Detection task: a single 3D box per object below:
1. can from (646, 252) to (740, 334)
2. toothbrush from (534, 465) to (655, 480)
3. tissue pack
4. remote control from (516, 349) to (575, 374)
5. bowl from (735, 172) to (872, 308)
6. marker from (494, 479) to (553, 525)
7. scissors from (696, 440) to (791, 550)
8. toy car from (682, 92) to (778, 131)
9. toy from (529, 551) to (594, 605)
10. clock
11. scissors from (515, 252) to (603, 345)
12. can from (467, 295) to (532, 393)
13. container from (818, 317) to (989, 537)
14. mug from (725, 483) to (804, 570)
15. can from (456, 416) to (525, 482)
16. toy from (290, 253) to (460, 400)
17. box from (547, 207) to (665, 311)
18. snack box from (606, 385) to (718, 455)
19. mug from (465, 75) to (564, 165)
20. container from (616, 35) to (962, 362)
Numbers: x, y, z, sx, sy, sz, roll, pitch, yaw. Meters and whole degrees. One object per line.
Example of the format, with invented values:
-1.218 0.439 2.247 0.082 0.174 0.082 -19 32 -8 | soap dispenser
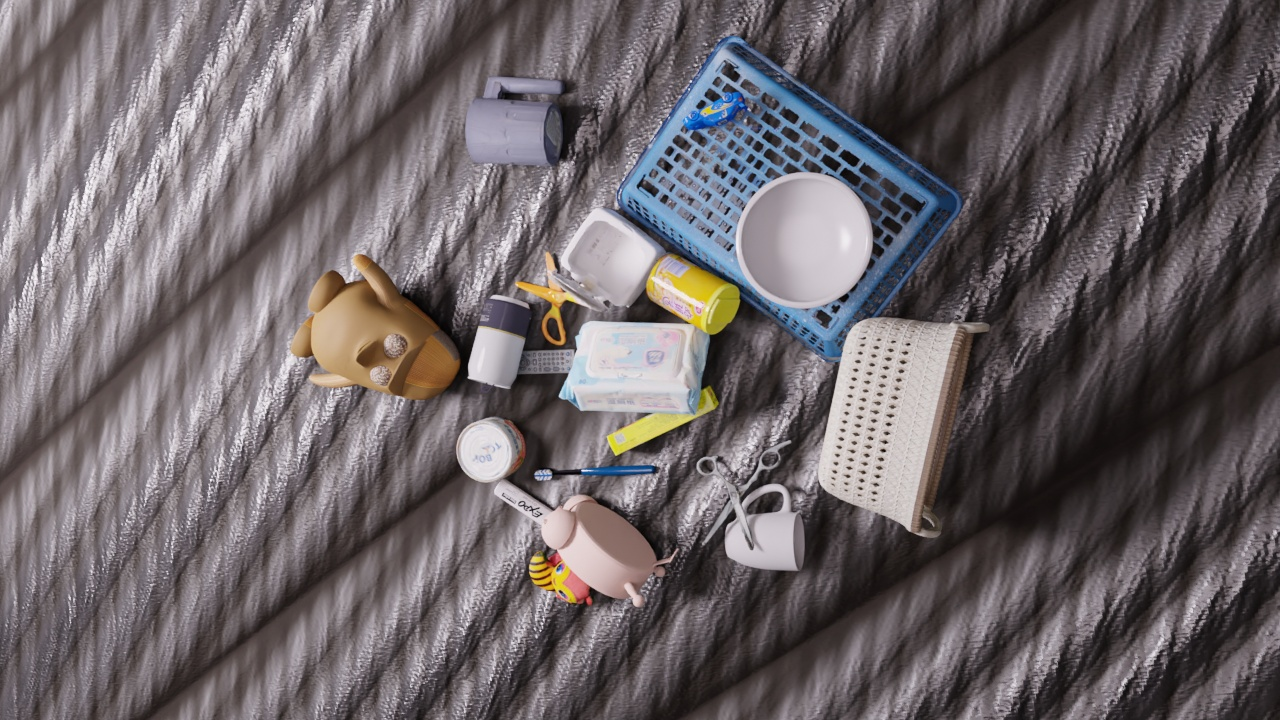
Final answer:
0.064 -0.083 1.136 0.105 0.067 0.068 32 103 28 | can
-0.062 0.150 1.233 0.168 0.014 0.014 -4 106 15 | toothbrush
-0.007 0.007 1.155 0.182 0.070 0.111 2 56 13 | tissue pack
-0.153 0.002 1.241 0.137 0.013 0.033 -1 95 14 | remote control
0.184 -0.134 1.033 0.150 0.043 0.149 1 96 14 | bowl
-0.142 0.205 1.254 0.126 0.025 0.025 32 102 9 | marker
0.131 0.161 1.159 0.173 0.014 0.141 -39 55 -3 | scissors
0.101 -0.267 1.044 0.092 0.033 0.062 -25 82 15 | toy car
-0.102 0.294 1.242 0.103 0.046 0.084 12 121 23 | toy
-0.040 0.232 1.175 0.160 0.131 0.086 32 102 10 | clock
-0.105 -0.084 1.221 0.128 0.011 0.125 -11 94 13 | scissors
-0.187 -0.018 1.209 0.064 0.064 0.127 12 85 13 | can
0.299 0.064 1.054 0.143 0.184 0.246 14 99 22 | container
0.156 0.210 1.161 0.089 0.071 0.107 -3 78 21 | mug
-0.204 0.122 1.251 0.086 0.043 0.086 2 96 16 | can
-0.342 -0.018 1.221 0.203 0.162 0.199 28 109 -1 | toy
-0.054 -0.118 1.142 0.108 0.136 0.126 38 102 10 | box
0.029 0.078 1.189 0.148 0.040 0.029 -27 89 15 | snack box
-0.157 -0.311 1.184 0.104 0.084 0.123 6 70 13 | mug
0.167 -0.195 1.101 0.362 0.089 0.257 38 103 8 | container
